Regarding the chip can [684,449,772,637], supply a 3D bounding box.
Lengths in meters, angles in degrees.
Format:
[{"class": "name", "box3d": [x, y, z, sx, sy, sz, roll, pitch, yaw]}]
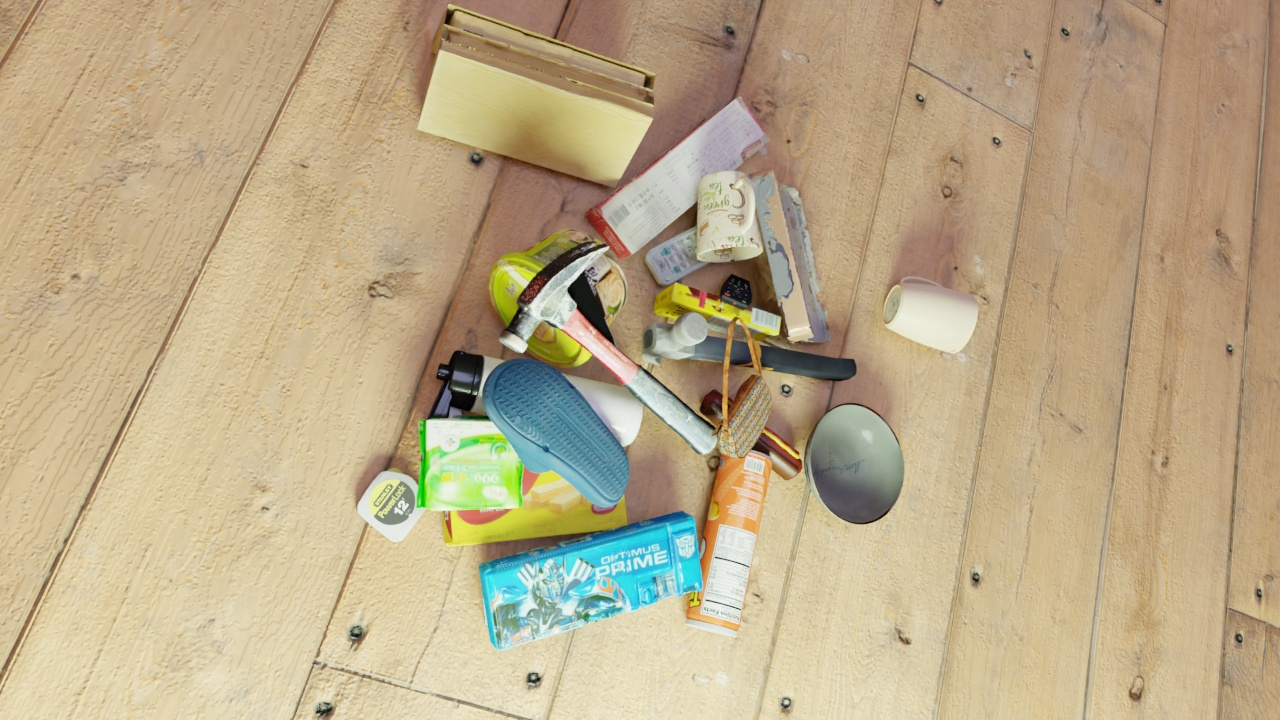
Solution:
[{"class": "chip can", "box3d": [0.105, 0.212, 1.080, 0.062, 0.062, 0.210, 20, 72, -17]}]

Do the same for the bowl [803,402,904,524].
[{"class": "bowl", "box3d": [0.259, 0.132, 1.163, 0.150, 0.057, 0.150, 5, 77, -24]}]

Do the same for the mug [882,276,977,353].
[{"class": "mug", "box3d": [0.391, -0.073, 1.258, 0.104, 0.085, 0.111, 14, 45, -8]}]

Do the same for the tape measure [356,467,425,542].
[{"class": "tape measure", "box3d": [-0.260, 0.151, 0.969, 0.065, 0.017, 0.064, 39, 67, -10]}]

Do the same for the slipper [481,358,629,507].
[{"class": "slipper", "box3d": [-0.088, 0.077, 0.966, 0.213, 0.059, 0.103, 44, 47, -32]}]

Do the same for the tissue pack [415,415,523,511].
[{"class": "tissue pack", "box3d": [-0.175, 0.106, 0.954, 0.114, 0.034, 0.099, 2, 84, -19]}]

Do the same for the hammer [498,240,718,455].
[{"class": "hammer", "box3d": [-0.006, 0.006, 0.989, 0.326, 0.036, 0.140, 43, 75, -40]}]

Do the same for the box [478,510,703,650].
[{"class": "box", "box3d": [-0.055, 0.233, 1.004, 0.243, 0.066, 0.091, -10, 96, -23]}]

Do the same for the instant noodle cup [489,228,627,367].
[{"class": "instant noodle cup", "box3d": [-0.087, -0.075, 1.026, 0.146, 0.147, 0.097, 49, 55, -6]}]

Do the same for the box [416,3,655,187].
[{"class": "box", "box3d": [-0.119, -0.318, 1.070, 0.248, 0.141, 0.148, 12, 66, -20]}]

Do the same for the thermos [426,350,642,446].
[{"class": "thermos", "box3d": [-0.118, 0.058, 1.025, 0.229, 0.069, 0.101, 14, 86, -18]}]

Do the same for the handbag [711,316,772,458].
[{"class": "handbag", "box3d": [0.106, 0.024, 1.028, 0.043, 0.196, 0.093, 19, 55, 28]}]

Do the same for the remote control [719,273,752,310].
[{"class": "remote control", "box3d": [0.119, -0.086, 1.132, 0.039, 0.124, 0.010, 23, 109, 1]}]

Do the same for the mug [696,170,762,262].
[{"class": "mug", "box3d": [0.110, -0.180, 1.108, 0.081, 0.122, 0.097, -3, 83, -15]}]

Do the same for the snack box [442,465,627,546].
[{"class": "snack box", "box3d": [-0.117, 0.149, 1.014, 0.200, 0.042, 0.092, -2, 80, -22]}]

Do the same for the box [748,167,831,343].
[{"class": "box", "box3d": [0.193, -0.129, 1.172, 0.156, 0.063, 0.216, 0, 76, -56]}]

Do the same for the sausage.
[{"class": "sausage", "box3d": [0.139, 0.092, 1.134, 0.155, 0.040, 0.040, 39, 67, -10]}]

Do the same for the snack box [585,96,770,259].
[{"class": "snack box", "box3d": [0.051, -0.236, 1.170, 0.272, 0.044, 0.076, -43, 102, -24]}]

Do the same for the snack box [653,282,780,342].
[{"class": "snack box", "box3d": [0.095, -0.057, 1.137, 0.149, 0.061, 0.025, 16, 74, -19]}]

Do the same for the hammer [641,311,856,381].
[{"class": "hammer", "box3d": [0.142, -0.007, 1.120, 0.312, 0.140, 0.035, 8, 75, -31]}]

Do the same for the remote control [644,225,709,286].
[{"class": "remote control", "box3d": [0.066, -0.140, 1.164, 0.133, 0.022, 0.050, -30, 90, -25]}]
